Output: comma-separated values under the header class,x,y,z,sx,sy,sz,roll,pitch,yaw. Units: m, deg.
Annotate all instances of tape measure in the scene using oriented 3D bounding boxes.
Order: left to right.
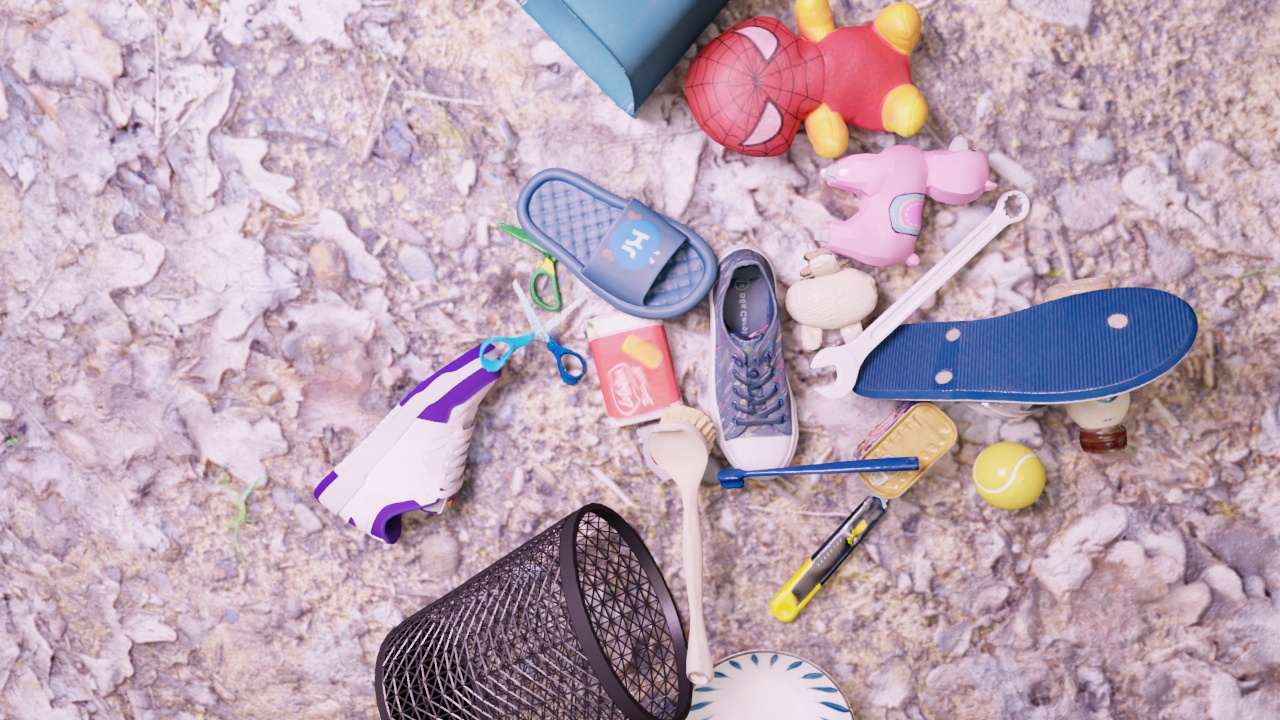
class,x,y,z,sx,sy,sz,roll,pitch,yaw
tape measure,0.033,0.087,0.936,0.060,0.020,0.062,-18,96,8

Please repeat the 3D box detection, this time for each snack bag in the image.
class,x,y,z,sx,sy,sz,roll,pitch,yaw
snack bag,-0.005,0.005,0.922,0.077,0.036,0.116,-13,95,7

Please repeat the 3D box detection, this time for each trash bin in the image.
class,x,y,z,sx,sy,sz,roll,pitch,yaw
trash bin,-0.108,0.288,0.892,0.244,0.216,0.217,-27,93,15
trash bin,0.003,-0.369,0.805,0.218,0.196,0.199,-44,91,3

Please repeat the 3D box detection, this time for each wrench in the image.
class,x,y,z,sx,sy,sz,roll,pitch,yaw
wrench,0.265,-0.064,0.867,0.273,0.009,0.047,-42,101,-3

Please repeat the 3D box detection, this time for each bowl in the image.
class,x,y,z,sx,sy,sz,roll,pitch,yaw
bowl,0.127,0.365,0.936,0.177,0.070,0.177,1,98,6

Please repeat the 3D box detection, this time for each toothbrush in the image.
class,x,y,z,sx,sy,sz,roll,pitch,yaw
toothbrush,0.167,0.107,0.875,0.190,0.016,0.017,-7,122,17

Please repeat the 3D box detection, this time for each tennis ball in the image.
class,x,y,z,sx,sy,sz,roll,pitch,yaw
tennis ball,0.353,0.111,0.881,0.065,0.065,0.065,1,97,6

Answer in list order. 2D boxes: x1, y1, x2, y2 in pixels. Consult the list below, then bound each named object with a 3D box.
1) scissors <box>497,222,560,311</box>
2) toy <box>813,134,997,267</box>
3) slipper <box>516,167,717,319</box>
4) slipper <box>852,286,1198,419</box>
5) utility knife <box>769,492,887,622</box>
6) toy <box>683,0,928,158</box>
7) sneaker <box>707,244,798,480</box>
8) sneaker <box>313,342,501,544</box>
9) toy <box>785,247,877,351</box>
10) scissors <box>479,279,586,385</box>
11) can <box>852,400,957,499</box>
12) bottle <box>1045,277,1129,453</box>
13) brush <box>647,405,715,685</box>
class,x,y,z,sx,sy,sz,roll,pitch,yaw
scissors,-0.082,-0.114,0.928,0.127,0.011,0.125,-6,96,5
toy,0.247,-0.150,0.861,0.157,0.067,0.123,3,99,2
slipper,-0.029,-0.113,0.884,0.214,0.059,0.104,30,90,9
slipper,0.333,0.005,0.828,0.296,0.118,0.060,-6,136,33
utility knife,0.194,0.197,0.934,0.029,0.020,0.174,38,98,-1
toy,0.148,-0.254,0.842,0.216,0.099,0.147,-4,86,6
sneaker,0.104,0.006,0.889,0.087,0.079,0.235,-6,96,6
sneaker,-0.213,0.094,0.933,0.244,0.091,0.111,-43,95,11
toy,0.183,-0.061,0.882,0.087,0.050,0.112,-9,110,16
scissors,-0.100,-0.021,0.916,0.127,0.014,0.133,-43,118,-18
can,0.254,0.082,0.892,0.054,0.059,0.100,43,99,0
bottle,0.425,0.006,0.865,0.056,0.056,0.162,-11,96,7
brush,0.049,0.179,0.890,0.062,0.077,0.272,-4,92,38
